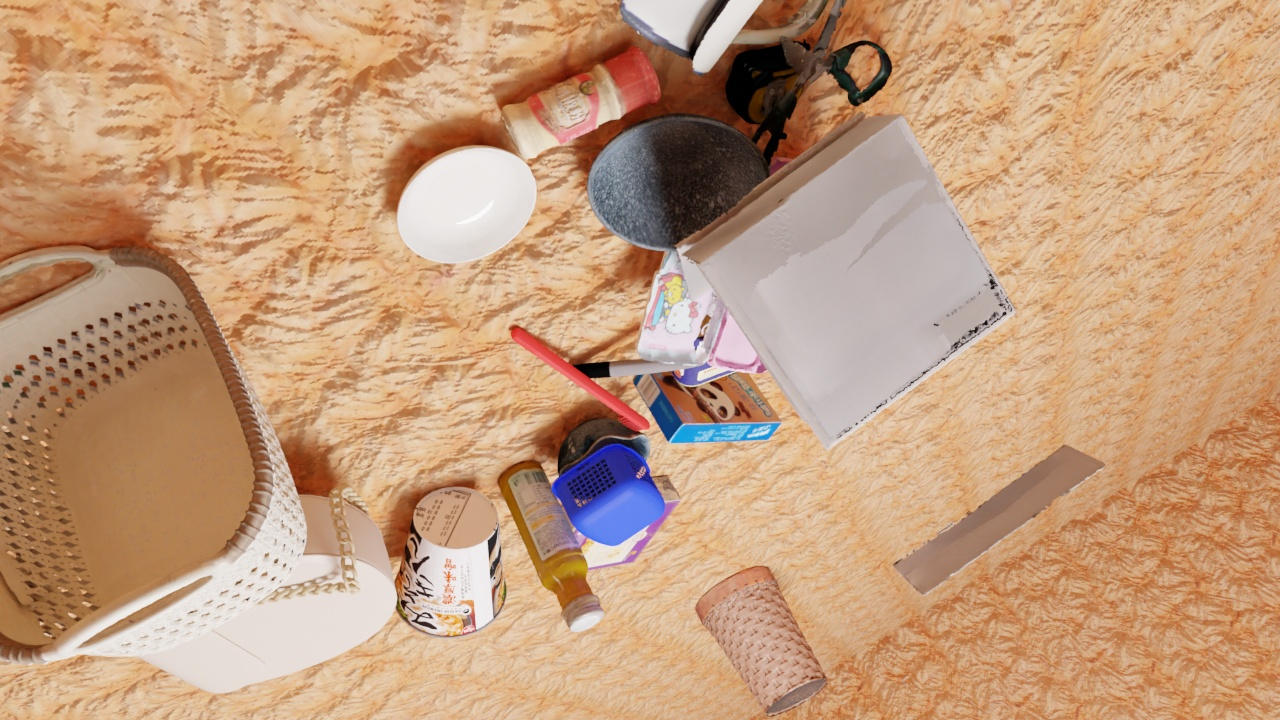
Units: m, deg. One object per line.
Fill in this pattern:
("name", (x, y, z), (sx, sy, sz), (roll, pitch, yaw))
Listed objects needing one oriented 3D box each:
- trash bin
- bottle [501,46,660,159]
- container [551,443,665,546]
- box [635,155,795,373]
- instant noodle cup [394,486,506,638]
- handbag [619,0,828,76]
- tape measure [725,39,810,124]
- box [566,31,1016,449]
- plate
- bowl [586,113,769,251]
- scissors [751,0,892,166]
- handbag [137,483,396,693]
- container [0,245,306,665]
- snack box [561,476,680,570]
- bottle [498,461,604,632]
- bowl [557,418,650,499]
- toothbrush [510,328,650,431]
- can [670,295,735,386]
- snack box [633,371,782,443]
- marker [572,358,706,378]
("trash bin", (0.208, 0.482, 1.568), (0.151, 0.210, 0.151), (-20, 145, -15))
("bottle", (-0.041, -0.178, 0.638), (0.109, 0.044, 0.044), (-26, 147, -6))
("container", (-0.029, 0.146, 0.964), (0.096, 0.058, 0.114), (-34, 147, 5))
("box", (0.083, -0.087, 0.814), (0.152, 0.038, 0.201), (8, 112, -23))
("instant noodle cup", (-0.198, 0.206, 0.972), (0.123, 0.123, 0.122), (-11, 133, -28))
("handbag", (0.075, -0.257, 0.595), (0.175, 0.074, 0.151), (14, 127, -49))
("tape measure", (0.098, -0.212, 0.709), (0.061, 0.034, 0.061), (-19, 147, -19))
("box", (0.086, -0.131, 0.751), (0.167, 0.422, 0.173), (-36, 129, 0))
("plate", (-0.128, -0.118, 0.664), (0.104, 0.026, 0.104), (-21, 145, -16))
("bowl", (0.028, -0.150, 0.701), (0.137, 0.057, 0.137), (-1, 145, -1))
("scissors", (0.144, -0.211, 0.722), (0.202, 0.015, 0.202), (-26, 152, -37))
("handbag", (-0.321, 0.209, 0.792), (0.208, 0.103, 0.211), (-22, 145, -6))
("container", (-0.318, 0.062, 0.571), (0.184, 0.246, 0.143), (-29, 156, -9))
("snack box", (-0.043, 0.212, 1.161), (0.147, 0.040, 0.144), (-1, 137, -37))
("bottle", (-0.093, 0.194, 0.963), (0.053, 0.186, 0.053), (-21, 146, -15))
("bowl", (-0.047, 0.098, 0.992), (0.110, 0.055, 0.110), (-21, 145, -15))
("toothbrush", (-0.057, 0.024, 0.890), (0.018, 0.012, 0.212), (-19, 143, 30))
("can", (0.082, -0.031, 0.920), (0.116, 0.056, 0.092), (-20, 147, -16))
("snack box", (0.074, 0.045, 0.987), (0.151, 0.087, 0.034), (2, 135, -40))
("marker", (-0.005, 0.005, 0.887), (0.139, 0.016, 0.022), (-5, 162, 10))
